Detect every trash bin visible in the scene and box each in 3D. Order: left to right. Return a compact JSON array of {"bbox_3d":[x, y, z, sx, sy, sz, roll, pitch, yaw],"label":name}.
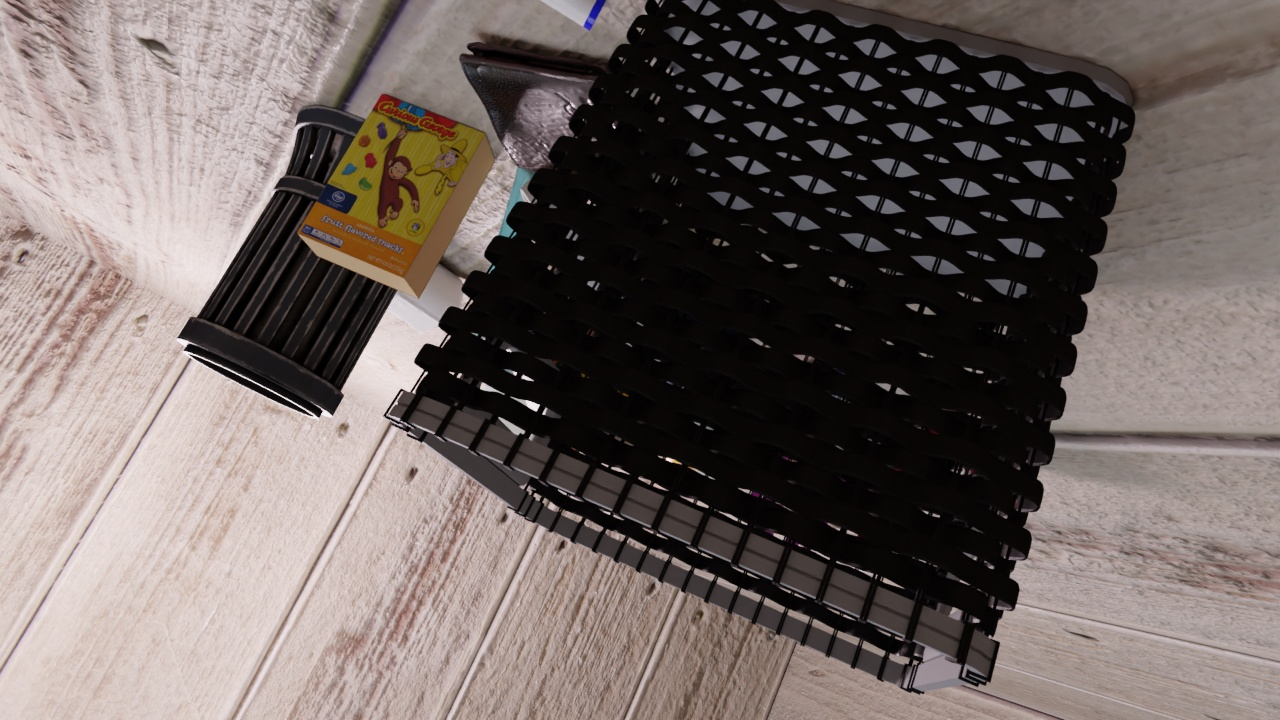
[{"bbox_3d":[-0.280,-0.077,0.802,0.164,0.227,0.164,23,165,7],"label":"trash bin"}]

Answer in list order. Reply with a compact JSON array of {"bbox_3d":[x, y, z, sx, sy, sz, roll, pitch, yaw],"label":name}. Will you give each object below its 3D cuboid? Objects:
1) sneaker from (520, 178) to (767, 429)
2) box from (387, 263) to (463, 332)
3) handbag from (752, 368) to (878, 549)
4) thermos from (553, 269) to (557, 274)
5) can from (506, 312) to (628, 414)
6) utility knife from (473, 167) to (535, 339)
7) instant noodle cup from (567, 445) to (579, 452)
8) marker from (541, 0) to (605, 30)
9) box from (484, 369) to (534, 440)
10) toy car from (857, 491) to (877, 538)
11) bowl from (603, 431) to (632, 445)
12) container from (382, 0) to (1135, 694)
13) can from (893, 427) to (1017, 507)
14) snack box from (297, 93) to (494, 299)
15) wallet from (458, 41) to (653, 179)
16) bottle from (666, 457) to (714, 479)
[{"bbox_3d":[0.034,-0.050,0.711,0.294,0.127,0.120,45,-176,-27],"label":"sneaker"},{"bbox_3d":[-0.271,-0.093,1.004,0.081,0.091,0.161,-13,141,36],"label":"box"},{"bbox_3d":[0.146,0.097,0.820,0.144,0.169,0.068,32,164,-24],"label":"handbag"},{"bbox_3d":[-0.005,0.005,0.921,0.240,0.082,0.082,36,162,-33],"label":"thermos"},{"bbox_3d":[-0.048,-0.012,0.790,0.073,0.130,0.101,1,115,57],"label":"can"},{"bbox_3d":[-0.111,-0.080,0.734,0.022,0.015,0.169,20,122,-7],"label":"utility knife"},{"bbox_3d":[-0.109,0.049,1.151,0.123,0.121,0.124,23,165,7],"label":"instant noodle cup"},{"bbox_3d":[-0.083,-0.208,0.454,0.141,0.020,0.020,28,165,-11],"label":"marker"},{"bbox_3d":[-0.123,0.027,1.027,0.043,0.136,0.197,35,171,-27],"label":"box"},{"bbox_3d":[0.241,0.157,1.059,0.170,0.070,0.062,26,177,-1],"label":"toy car"},{"bbox_3d":[-0.031,0.050,1.064,0.115,0.059,0.116,34,160,14],"label":"bowl"},{"bbox_3d":[0.072,-0.005,0.463,0.246,0.243,0.247,21,164,16],"label":"container"},{"bbox_3d":[0.278,0.093,0.804,0.114,0.063,0.063,28,165,-10],"label":"can"},{"bbox_3d":[-0.180,-0.123,0.686,0.088,0.125,0.040,23,165,9],"label":"snack box"},{"bbox_3d":[-0.051,-0.150,0.584,0.099,0.031,0.120,16,161,19],"label":"wallet"},{"bbox_3d":[0.081,0.129,1.237,0.109,0.063,0.063,36,162,-36],"label":"bottle"}]
